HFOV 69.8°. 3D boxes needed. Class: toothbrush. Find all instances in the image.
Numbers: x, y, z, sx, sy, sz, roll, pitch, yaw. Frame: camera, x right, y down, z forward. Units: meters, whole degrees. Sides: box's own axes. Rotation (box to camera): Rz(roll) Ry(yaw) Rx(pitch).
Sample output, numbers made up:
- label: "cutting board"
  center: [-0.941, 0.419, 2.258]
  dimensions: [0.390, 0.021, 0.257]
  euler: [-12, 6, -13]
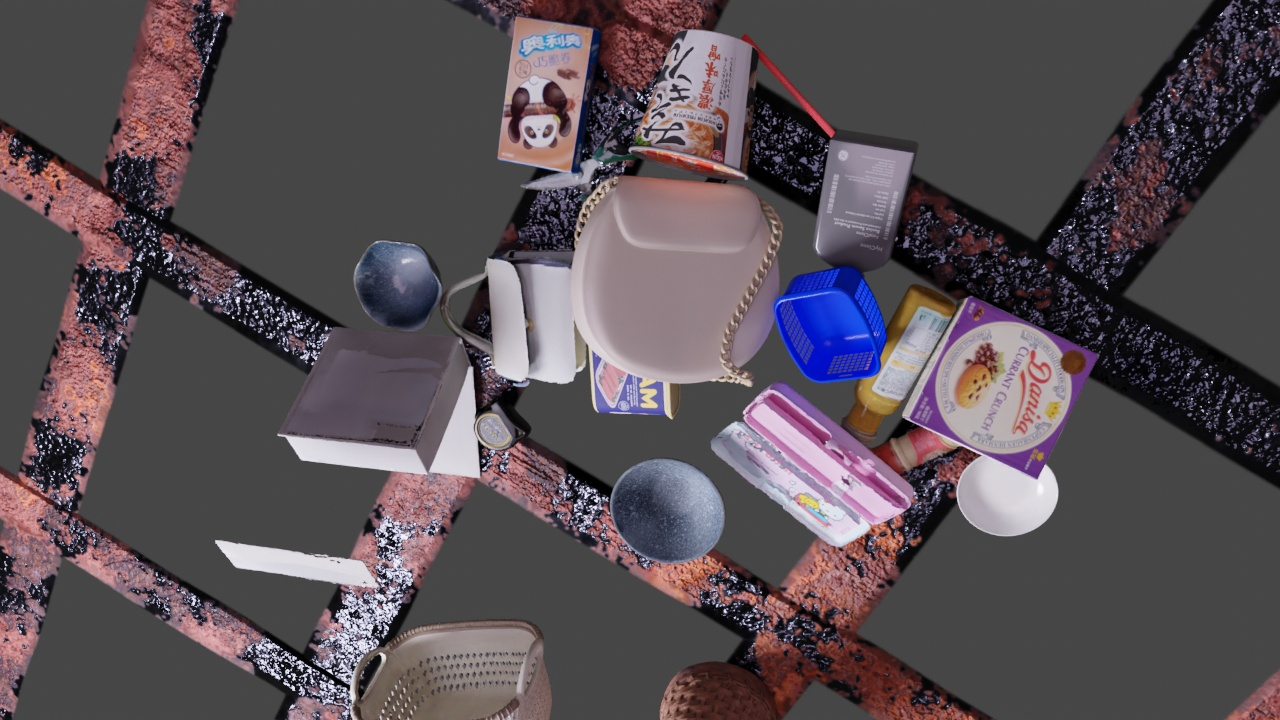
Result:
- label: "toothbrush"
  center: [0.182, -0.258, 0.943]
  dimensions: [0.212, 0.012, 0.018]
  euler: [46, 112, -4]

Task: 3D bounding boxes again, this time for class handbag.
- label: "handbag"
  center: [-0.153, -0.051, 1.058]
  dimensions: [0.176, 0.073, 0.151]
  euler: [5, 109, 13]
- label: "handbag"
  center: [0.038, -0.081, 0.945]
  dimensions: [0.210, 0.103, 0.208]
  euler: [1, 94, -16]

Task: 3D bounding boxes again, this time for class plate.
- label: "plate"
  center: [0.404, 0.142, 1.015]
  dimensions: [0.104, 0.026, 0.104]
  euler: [4, 108, 13]

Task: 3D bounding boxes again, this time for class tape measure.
- label: "tape measure"
  center: [-0.173, 0.079, 1.126]
  dimensions: [0.061, 0.034, 0.062]
  euler: [-33, 103, 17]

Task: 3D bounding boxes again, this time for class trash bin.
- label: "trash bin"
  center: [0.083, 0.489, 1.108]
  dimensions: [0.151, 0.209, 0.151]
  euler: [4, 109, 12]

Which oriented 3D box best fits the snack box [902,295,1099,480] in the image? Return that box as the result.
- label: "snack box"
  center: [0.372, 0.028, 0.955]
  dimensions: [0.148, 0.040, 0.143]
  euler: [25, 92, 4]

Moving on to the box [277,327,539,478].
- label: "box"
  center: [-0.277, 0.085, 1.200]
  dimensions: [0.167, 0.422, 0.173]
  euler: [6, 75, 11]

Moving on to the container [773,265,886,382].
- label: "container"
  center: [0.200, -0.040, 0.950]
  dimensions: [0.096, 0.058, 0.114]
  euler: [-8, 124, 36]

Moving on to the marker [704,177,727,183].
- label: "marker"
  center: [0.054, -0.154, 1.007]
  dimensions: [0.022, 0.016, 0.139]
  euler: [25, 114, -20]

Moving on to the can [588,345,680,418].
- label: "can"
  center: [-0.006, 0.006, 1.052]
  dimensions: [0.092, 0.056, 0.116]
  euler: [2, 108, 14]

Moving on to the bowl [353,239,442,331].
- label: "bowl"
  center: [-0.277, -0.094, 1.083]
  dimensions: [0.110, 0.055, 0.110]
  euler: [4, 109, 12]

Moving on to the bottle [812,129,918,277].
- label: "bottle"
  center: [0.224, -0.142, 0.945]
  dimensions: [0.084, 0.046, 0.174]
  euler: [13, 119, 14]

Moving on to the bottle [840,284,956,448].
- label: "bottle"
  center: [0.271, 0.011, 0.988]
  dimensions: [0.053, 0.053, 0.186]
  euler: [25, 112, 4]

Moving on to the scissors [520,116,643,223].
- label: "scissors"
  center: [-0.031, -0.181, 1.018]
  dimensions: [0.202, 0.015, 0.203]
  euler: [-11, 106, 17]

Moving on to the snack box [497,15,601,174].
- label: "snack box"
  center: [-0.098, -0.283, 0.982]
  dimensions: [0.087, 0.034, 0.151]
  euler: [13, 105, 11]

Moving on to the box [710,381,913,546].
- label: "box"
  center: [0.190, 0.121, 1.036]
  dimensions: [0.201, 0.037, 0.153]
  euler: [39, 144, -1]

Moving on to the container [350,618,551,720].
- label: "container"
  center: [-0.234, 0.438, 1.189]
  dimensions: [0.246, 0.184, 0.143]
  euler: [-8, 116, 17]

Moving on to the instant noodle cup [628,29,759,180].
- label: "instant noodle cup"
  center: [0.062, -0.255, 0.917]
  dimensions: [0.124, 0.123, 0.122]
  euler: [14, 95, 8]

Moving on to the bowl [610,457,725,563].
- label: "bowl"
  center: [0.037, 0.168, 1.094]
  dimensions: [0.137, 0.057, 0.137]
  euler: [4, 108, 12]

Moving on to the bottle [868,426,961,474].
- label: "bottle"
  center: [0.307, 0.095, 1.014]
  dimensions: [0.109, 0.044, 0.044]
  euler: [-28, 100, 19]
